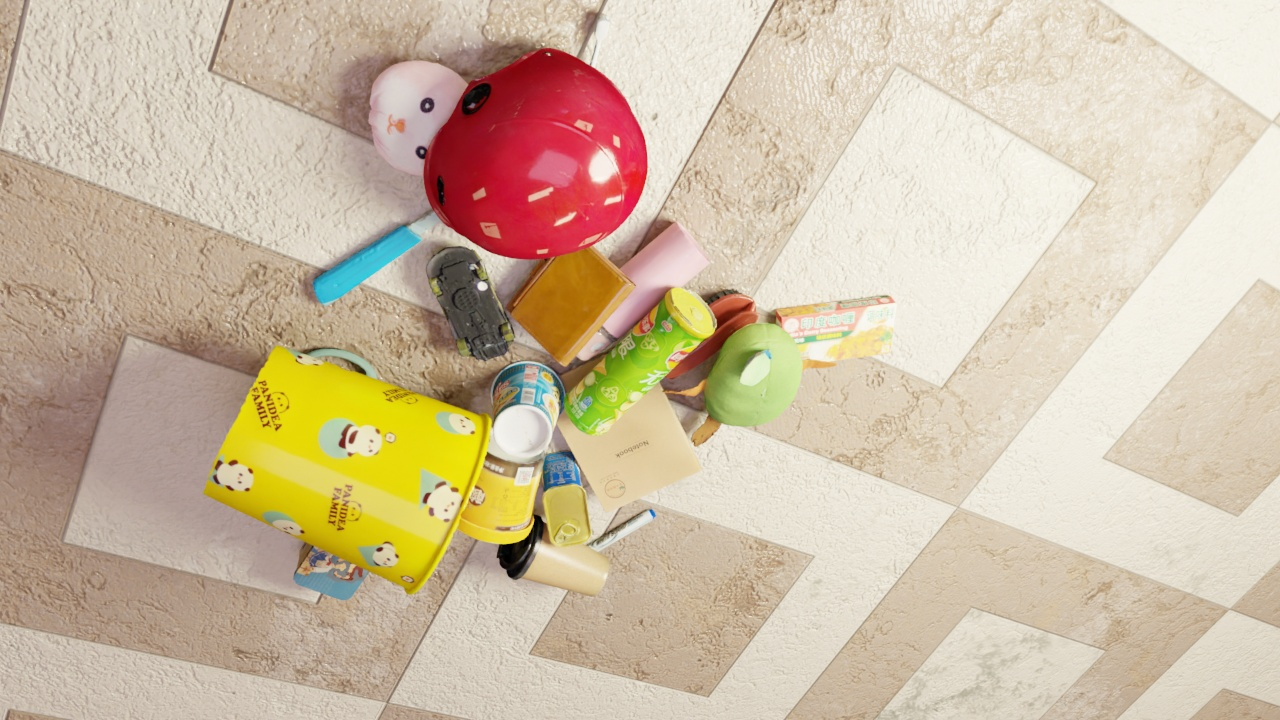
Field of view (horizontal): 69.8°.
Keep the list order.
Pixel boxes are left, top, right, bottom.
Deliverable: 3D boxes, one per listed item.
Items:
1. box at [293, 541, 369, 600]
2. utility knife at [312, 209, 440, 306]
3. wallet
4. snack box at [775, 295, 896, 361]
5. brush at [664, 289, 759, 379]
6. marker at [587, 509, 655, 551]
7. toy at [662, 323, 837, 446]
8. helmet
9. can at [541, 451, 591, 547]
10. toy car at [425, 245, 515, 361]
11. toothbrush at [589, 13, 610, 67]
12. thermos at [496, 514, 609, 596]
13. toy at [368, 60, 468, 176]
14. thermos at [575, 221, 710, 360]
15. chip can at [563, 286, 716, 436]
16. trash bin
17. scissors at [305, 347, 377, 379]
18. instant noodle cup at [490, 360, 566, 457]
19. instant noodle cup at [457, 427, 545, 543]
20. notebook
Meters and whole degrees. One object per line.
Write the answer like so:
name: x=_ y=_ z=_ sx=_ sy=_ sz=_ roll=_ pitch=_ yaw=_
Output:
box: x=-0.385 y=0.233 z=1.227 sx=0.089 sy=0.061 sz=0.185 roll=26 pitch=114 yaw=-24
utility knife: x=-0.286 y=-0.130 z=1.053 sx=0.218 sy=0.018 sz=0.034 roll=-31 pitch=119 yaw=9
wallet: x=-0.090 y=-0.079 z=1.077 sx=0.119 sy=0.035 sz=0.131 roll=45 pitch=106 yaw=9
snack box: x=0.255 y=-0.038 z=1.206 sx=0.155 sy=0.027 sz=0.077 roll=-7 pitch=122 yaw=-6
brush: x=0.083 y=-0.033 z=1.151 sx=0.146 sy=0.069 sz=0.063 roll=-33 pitch=122 yaw=9
marker: x=-0.042 y=0.257 z=1.330 sx=0.146 sy=0.017 sz=0.017 roll=-32 pitch=121 yaw=9
toy: x=0.139 y=0.028 z=1.153 sx=0.227 sy=0.090 sz=0.247 roll=-13 pitch=154 yaw=-10
helmet: x=-0.099 y=-0.193 z=0.951 sx=0.240 sy=0.144 sz=0.207 roll=-33 pitch=127 yaw=-2
can: x=-0.102 y=0.185 z=1.237 sx=0.057 sy=0.083 sz=0.102 roll=-9 pitch=122 yaw=-5
toy car: x=-0.201 y=-0.067 z=1.093 sx=0.070 sy=0.042 sz=0.158 roll=-18 pitch=122 yaw=0
toothbrush: x=-0.062 y=-0.289 z=1.006 sx=0.016 sy=0.016 sz=0.180 roll=11 pitch=120 yaw=-13
thermos: x=-0.119 y=0.277 z=1.281 sx=0.143 sy=0.093 sz=0.093 roll=27 pitch=112 yaw=-22
toy: x=-0.207 y=-0.255 z=0.979 sx=0.159 sy=0.054 sz=0.121 roll=0 pitch=121 yaw=-20
thermos: x=-0.006 y=-0.077 z=1.116 sx=0.199 sy=0.067 sz=0.087 roll=-41 pitch=148 yaw=13
chip can: x=-0.007 y=0.006 z=1.112 sx=0.072 sy=0.072 sz=0.222 roll=30 pitch=124 yaw=-25
trash bin: x=-0.337 y=0.117 z=1.061 sx=0.255 sy=0.229 sz=0.230 roll=26 pitch=113 yaw=-17
scissors: x=-0.355 y=0.058 z=1.154 sx=0.180 sy=0.019 sz=0.144 roll=29 pitch=110 yaw=-26
instant noodle cup: x=-0.142 y=0.065 z=1.134 sx=0.099 sy=0.109 sz=0.099 roll=-1 pitch=111 yaw=-2
instant noodle cup: x=-0.183 y=0.158 z=1.192 sx=0.118 sy=0.118 sz=0.115 roll=14 pitch=109 yaw=-18
notebook: x=-0.025 y=0.090 z=1.214 sx=0.148 sy=0.008 sz=0.208 roll=-25 pitch=109 yaw=6
